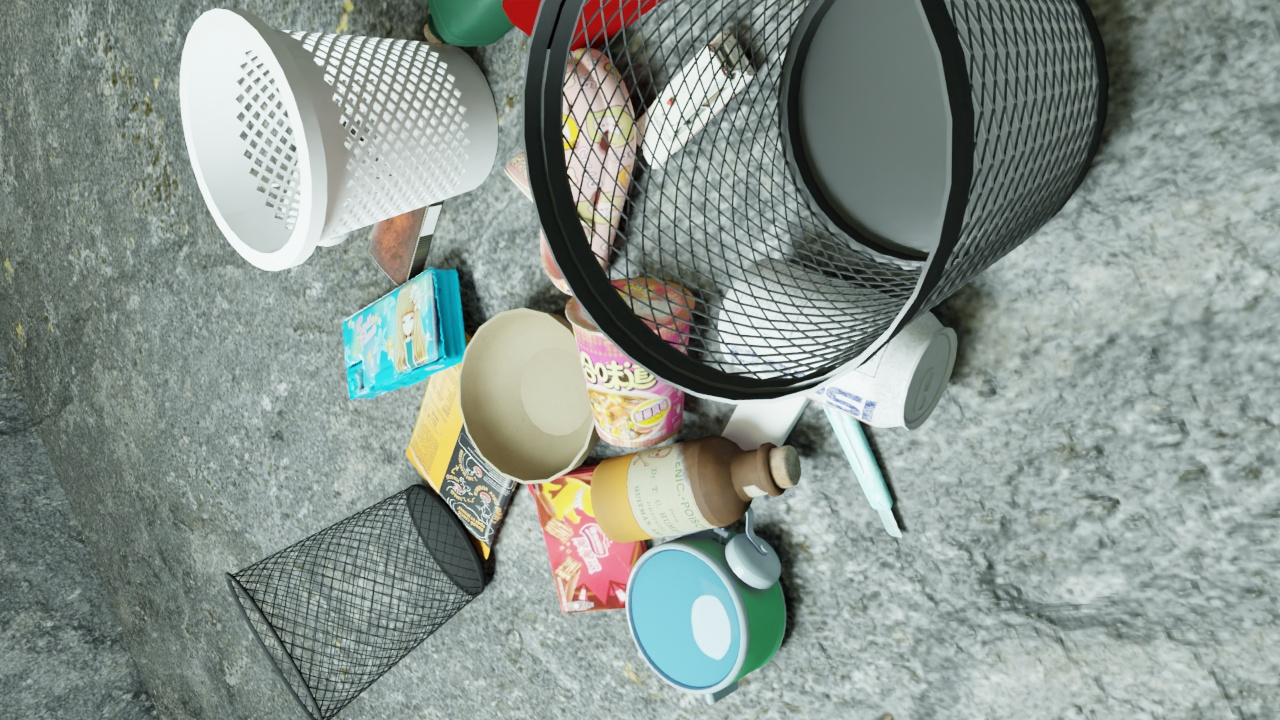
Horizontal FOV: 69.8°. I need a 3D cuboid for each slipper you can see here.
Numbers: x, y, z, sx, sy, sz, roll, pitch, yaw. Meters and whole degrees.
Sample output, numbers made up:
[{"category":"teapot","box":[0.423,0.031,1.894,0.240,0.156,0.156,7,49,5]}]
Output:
[{"category":"slipper","box":[-0.060,-0.135,0.700,0.093,0.081,0.198,46,138,42]}]

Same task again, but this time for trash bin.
[{"category":"trash bin","box":[0.099,-0.117,0.459,0.218,0.226,0.218,19,119,38]},{"category":"trash bin","box":[-0.239,-0.192,0.770,0.196,0.199,0.196,19,119,38]},{"category":"trash bin","box":[-0.292,0.245,0.973,0.184,0.209,0.184,35,141,33]}]

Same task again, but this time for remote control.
[{"category":"remote control","box":[0.092,0.044,0.686,0.043,0.013,0.137,42,131,23]}]

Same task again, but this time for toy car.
[{"category":"toy car","box":[0.029,-0.177,0.635,0.113,0.038,0.039,-35,81,46]}]

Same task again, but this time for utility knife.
[{"category":"utility knife","box":[0.153,0.066,0.637,0.022,0.015,0.126,-22,94,45]}]

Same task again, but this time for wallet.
[{"category":"wallet","box":[-0.239,-0.137,0.921,0.072,0.019,0.123,46,132,20]}]

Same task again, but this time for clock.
[{"category":"clock","box":[0.057,0.181,0.739,0.122,0.075,0.162,23,109,37]}]

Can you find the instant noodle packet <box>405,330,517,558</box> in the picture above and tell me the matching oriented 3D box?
[{"category":"instant noodle packet","box":[-0.178,0.082,0.943,0.160,0.032,0.221,46,132,23]}]

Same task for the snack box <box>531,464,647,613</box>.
[{"category":"snack box","box":[-0.041,0.161,0.826,0.089,0.021,0.133,-9,102,13]}]

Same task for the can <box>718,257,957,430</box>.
[{"category":"can","box":[0.123,-0.012,0.587,0.136,0.078,0.078,25,122,35]}]

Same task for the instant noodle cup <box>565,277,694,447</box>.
[{"category":"instant noodle cup","box":[-0.004,0.004,0.711,0.098,0.097,0.109,21,128,37]}]

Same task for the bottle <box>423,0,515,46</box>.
[{"category":"bottle","box":[-0.130,-0.287,0.726,0.132,0.061,0.061,-17,92,46]}]

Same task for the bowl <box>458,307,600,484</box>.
[{"category":"bowl","box":[-0.087,0.029,0.808,0.153,0.050,0.152,3,96,32]}]

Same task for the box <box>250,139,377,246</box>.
[{"category":"box","box":[-0.346,-0.192,0.962,0.141,0.083,0.140,52,135,7]}]

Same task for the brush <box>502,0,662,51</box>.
[{"category":"brush","box":[-0.020,-0.274,0.618,0.174,0.082,0.041,-18,64,46]}]

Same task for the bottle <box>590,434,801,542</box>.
[{"category":"bottle","box":[0.043,0.092,0.687,0.157,0.067,0.068,-16,96,29]}]

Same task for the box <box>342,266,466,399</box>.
[{"category":"box","box":[-0.250,-0.022,0.943,0.227,0.041,0.094,-17,77,49]}]

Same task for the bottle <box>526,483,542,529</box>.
[{"category":"bottle","box":[-0.072,0.156,0.867,0.042,0.041,0.141,-9,101,45]}]
